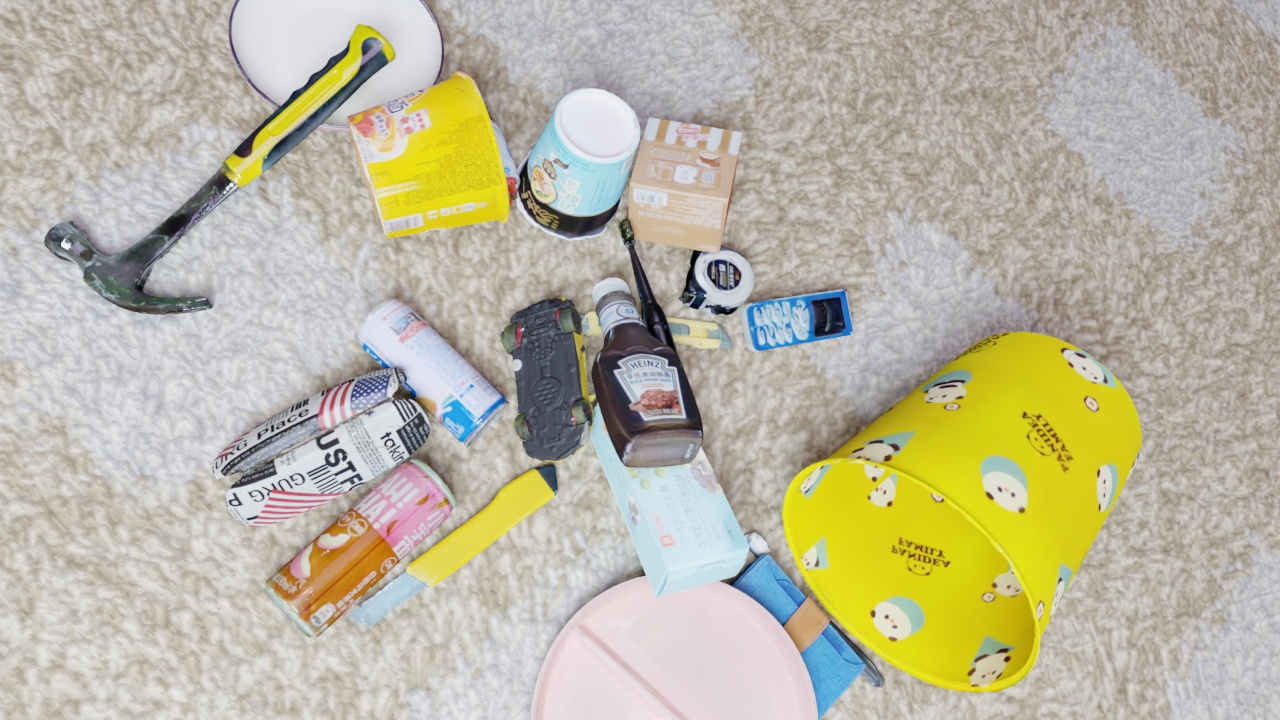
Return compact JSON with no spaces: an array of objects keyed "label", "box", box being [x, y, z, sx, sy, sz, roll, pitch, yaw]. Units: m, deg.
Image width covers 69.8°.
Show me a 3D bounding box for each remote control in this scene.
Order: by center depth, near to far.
[{"label":"remote control","box":[0.158,-0.040,0.918,0.124,0.024,0.049,-9,89,-23]}]

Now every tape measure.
[{"label":"tape measure","box":[0.077,-0.078,0.906,0.066,0.034,0.065,20,67,-7]}]

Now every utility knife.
[{"label":"utility knife","box":[-0.148,0.150,0.754,0.208,0.015,0.033,-35,84,-29]},{"label":"utility knife","box":[0.009,-0.028,0.878,0.167,0.018,0.031,2,63,-12]}]

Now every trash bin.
[{"label":"trash bin","box":[0.292,0.113,0.804,0.254,0.230,0.229,-36,84,-32]}]

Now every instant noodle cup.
[{"label":"instant noodle cup","box":[-0.189,-0.174,0.808,0.109,0.138,0.138,-18,76,-14]},{"label":"instant noodle cup","box":[-0.055,-0.188,0.857,0.111,0.121,0.111,6,68,-15]}]

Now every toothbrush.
[{"label":"toothbrush","box":[0.157,0.224,0.825,0.015,0.018,0.181,-40,87,-29]},{"label":"toothbrush","box":[0.015,-0.032,0.855,0.026,0.027,0.212,-16,83,-9]}]

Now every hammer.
[{"label":"hammer","box":[-0.331,-0.168,0.781,0.126,0.032,0.322,42,74,-3]}]

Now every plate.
[{"label":"plate","box":[0.027,0.287,0.732,0.229,0.028,0.229,2,71,-5]},{"label":"plate","box":[-0.285,-0.293,0.869,0.192,0.039,0.192,6,68,-16]}]

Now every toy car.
[{"label":"toy car","box":[-0.079,0.017,0.805,0.071,0.041,0.155,-16,66,16]}]

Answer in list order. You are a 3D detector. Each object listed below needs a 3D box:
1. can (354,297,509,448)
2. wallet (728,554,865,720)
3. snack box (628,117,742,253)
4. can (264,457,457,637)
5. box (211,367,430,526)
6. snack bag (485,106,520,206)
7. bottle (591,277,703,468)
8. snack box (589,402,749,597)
[{"label":"can","box":[-0.177,0.009,0.779,0.134,0.053,0.053,43,63,2]},{"label":"wallet","box":[0.117,0.249,0.791,0.106,0.040,0.133,-39,85,-22]},{"label":"snack box","box":[0.042,-0.169,0.886,0.093,0.077,0.094,10,57,5]},{"label":"can","box":[-0.215,0.143,0.712,0.058,0.058,0.147,45,64,3]},{"label":"box","box":[-0.255,0.058,0.725,0.162,0.076,0.088,-27,56,-9]},{"label":"snack bag","box":[-0.137,-0.191,0.874,0.026,0.045,0.105,-14,75,-21]},{"label":"bottle","box":[-0.005,0.005,0.797,0.079,0.044,0.194,-2,47,-19]},{"label":"snack box","box":[0.020,0.107,0.777,0.074,0.052,0.174,-9,52,-22]}]
